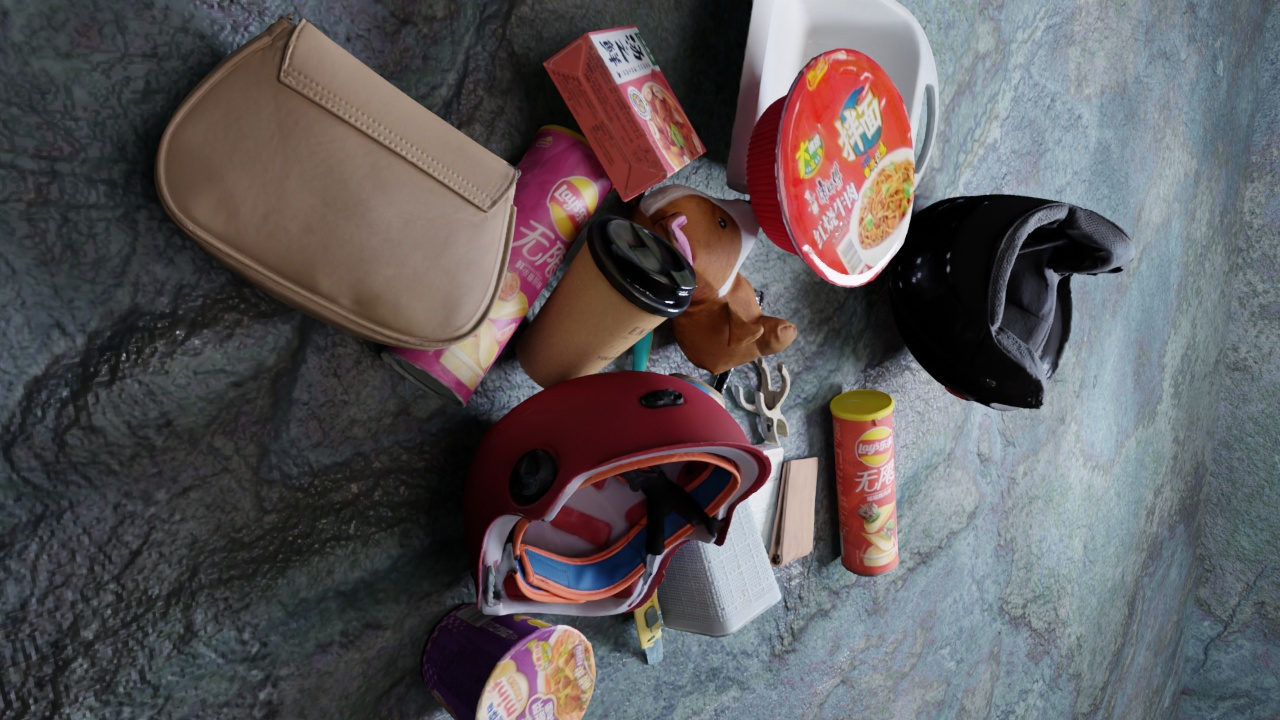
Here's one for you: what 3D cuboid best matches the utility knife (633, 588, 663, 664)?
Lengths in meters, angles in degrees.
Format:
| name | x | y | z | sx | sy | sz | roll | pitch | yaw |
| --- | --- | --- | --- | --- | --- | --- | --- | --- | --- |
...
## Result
| name | x | y | z | sx | sy | sz | roll | pitch | yaw |
| --- | --- | --- | --- | --- | --- | --- | --- | --- | --- |
| utility knife | 0.007 | 0.236 | 0.846 | 0.030 | 0.020 | 0.197 | -29 | 146 | -20 |

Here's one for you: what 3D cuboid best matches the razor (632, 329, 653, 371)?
| name | x | y | z | sx | sy | sz | roll | pitch | yaw |
| --- | --- | --- | --- | --- | --- | --- | --- | --- | --- |
| razor | -0.005 | 0.005 | 0.809 | 0.028 | 0.043 | 0.132 | 14 | 83 | -64 |

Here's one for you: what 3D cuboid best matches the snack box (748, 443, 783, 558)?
| name | x | y | z | sx | sy | sz | roll | pitch | yaw |
| --- | --- | --- | --- | --- | --- | --- | --- | --- | --- |
| snack box | 0.106 | 0.168 | 0.956 | 0.084 | 0.027 | 0.157 | -3 | 101 | -44 |

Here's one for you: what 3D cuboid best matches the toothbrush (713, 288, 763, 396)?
| name | x | y | z | sx | sy | sz | roll | pitch | yaw |
| --- | --- | --- | --- | --- | --- | --- | --- | --- | --- |
| toothbrush | 0.082 | 0.013 | 0.909 | 0.016 | 0.014 | 0.189 | 34 | 76 | -42 |

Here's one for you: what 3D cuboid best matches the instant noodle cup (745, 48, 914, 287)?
| name | x | y | z | sx | sy | sz | roll | pitch | yaw |
| --- | --- | --- | --- | --- | --- | --- | --- | --- | --- |
| instant noodle cup | 0.153 | -0.157 | 0.770 | 0.193 | 0.066 | 0.194 | -3 | 95 | -42 |

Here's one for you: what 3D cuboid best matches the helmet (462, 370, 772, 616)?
| name | x | y | z | sx | sy | sz | roll | pitch | yaw |
| --- | --- | --- | --- | --- | --- | --- | --- | --- | --- |
| helmet | -0.030 | 0.083 | 0.686 | 0.206 | 0.143 | 0.241 | 16 | 129 | -46 |

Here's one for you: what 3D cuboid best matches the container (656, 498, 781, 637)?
| name | x | y | z | sx | sy | sz | roll | pitch | yaw |
| --- | --- | --- | --- | --- | --- | --- | --- | --- | --- |
| container | 0.063 | 0.185 | 0.864 | 0.089 | 0.090 | 0.111 | -20 | 98 | -40 |

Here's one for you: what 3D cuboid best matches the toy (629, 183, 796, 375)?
| name | x | y | z | sx | sy | sz | roll | pitch | yaw |
| --- | --- | --- | --- | --- | --- | --- | --- | --- | --- |
| toy | 0.058 | -0.080 | 0.790 | 0.130 | 0.140 | 0.199 | -41 | 126 | 2 |

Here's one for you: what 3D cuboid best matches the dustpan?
| name | x | y | z | sx | sy | sz | roll | pitch | yaw |
| --- | --- | --- | --- | --- | --- | --- | --- | --- | --- |
| dustpan | 0.194 | -0.243 | 0.844 | 0.257 | 0.143 | 0.223 | -2 | 101 | -70 |

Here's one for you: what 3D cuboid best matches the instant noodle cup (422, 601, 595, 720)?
| name | x | y | z | sx | sy | sz | roll | pitch | yaw |
| --- | --- | --- | --- | --- | --- | --- | --- | --- | --- |
| instant noodle cup | -0.108 | 0.243 | 0.709 | 0.111 | 0.099 | 0.111 | -10 | 105 | -43 |

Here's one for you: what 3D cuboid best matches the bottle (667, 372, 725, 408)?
| name | x | y | z | sx | sy | sz | roll | pitch | yaw |
| --- | --- | --- | --- | --- | --- | --- | --- | --- | --- |
| bottle | 0.005 | 0.118 | 0.817 | 0.065 | 0.065 | 0.218 | 40 | 71 | -42 |

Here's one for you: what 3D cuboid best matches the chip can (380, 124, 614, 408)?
| name | x | y | z | sx | sy | sz | roll | pitch | yaw |
| --- | --- | --- | --- | --- | --- | --- | --- | --- | --- |
| chip can | -0.099 | -0.070 | 0.667 | 0.071 | 0.071 | 0.210 | 47 | 66 | -40 |

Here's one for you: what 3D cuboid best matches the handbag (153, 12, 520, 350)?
| name | x | y | z | sx | sy | sz | roll | pitch | yaw |
| --- | --- | --- | --- | --- | --- | --- | --- | --- | --- |
| handbag | -0.177 | -0.097 | 0.557 | 0.204 | 0.100 | 0.147 | 33 | 80 | -26 |

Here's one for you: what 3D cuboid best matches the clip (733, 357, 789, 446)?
| name | x | y | z | sx | sy | sz | roll | pitch | yaw |
| --- | --- | --- | --- | --- | --- | --- | --- | --- | --- |
| clip | 0.139 | 0.037 | 0.956 | 0.103 | 0.035 | 0.092 | 39 | 73 | -47 |

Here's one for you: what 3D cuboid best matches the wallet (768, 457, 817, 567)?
| name | x | y | z | sx | sy | sz | roll | pitch | yaw |
| --- | --- | --- | --- | --- | --- | --- | --- | --- | --- |
| wallet | 0.170 | 0.164 | 1.006 | 0.101 | 0.020 | 0.115 | 9 | 88 | -63 |

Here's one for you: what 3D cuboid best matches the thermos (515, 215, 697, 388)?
| name | x | y | z | sx | sy | sz | roll | pitch | yaw |
| --- | --- | --- | --- | --- | --- | --- | --- | --- | --- |
| thermos | -0.030 | -0.039 | 0.691 | 0.093 | 0.093 | 0.144 | 8 | 137 | -45 |

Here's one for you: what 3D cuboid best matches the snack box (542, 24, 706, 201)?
| name | x | y | z | sx | sy | sz | roll | pitch | yaw |
| --- | --- | --- | --- | --- | --- | --- | --- | --- | --- |
| snack box | -0.004 | -0.191 | 0.692 | 0.113 | 0.044 | 0.126 | 58 | 28 | -11 |

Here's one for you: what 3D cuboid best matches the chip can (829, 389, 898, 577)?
| name | x | y | z | sx | sy | sz | roll | pitch | yaw |
| --- | --- | --- | --- | --- | --- | --- | --- | --- | --- |
| chip can | 0.264 | 0.146 | 1.078 | 0.073 | 0.073 | 0.217 | -24 | 116 | -39 |

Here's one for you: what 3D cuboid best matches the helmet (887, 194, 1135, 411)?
| name | x | y | z | sx | sy | sz | roll | pitch | yaw |
| --- | --- | --- | --- | --- | --- | --- | --- | --- | --- |
| helmet | 0.414 | -0.069 | 1.070 | 0.233 | 0.230 | 0.275 | -51 | 140 | -13 |
